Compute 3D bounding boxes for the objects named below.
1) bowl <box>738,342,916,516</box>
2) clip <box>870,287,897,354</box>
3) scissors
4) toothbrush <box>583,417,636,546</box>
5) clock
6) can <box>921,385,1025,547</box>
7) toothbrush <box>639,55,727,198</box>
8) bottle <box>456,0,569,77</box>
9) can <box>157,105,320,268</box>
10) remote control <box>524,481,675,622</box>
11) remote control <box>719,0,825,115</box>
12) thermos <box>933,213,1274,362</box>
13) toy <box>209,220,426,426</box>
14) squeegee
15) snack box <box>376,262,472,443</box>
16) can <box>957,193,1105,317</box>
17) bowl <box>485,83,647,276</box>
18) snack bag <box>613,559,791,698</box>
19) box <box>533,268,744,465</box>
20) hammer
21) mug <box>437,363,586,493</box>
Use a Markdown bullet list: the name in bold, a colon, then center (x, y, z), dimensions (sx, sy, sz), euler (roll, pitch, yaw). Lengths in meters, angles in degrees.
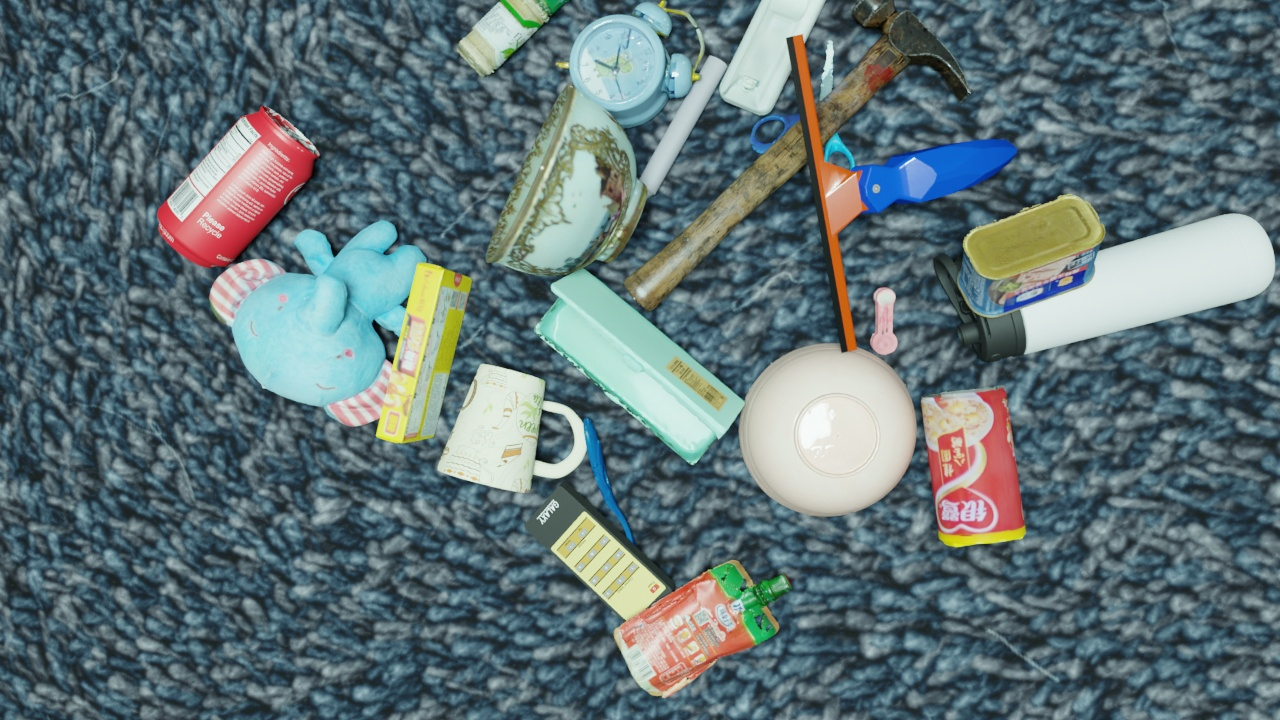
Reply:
- **bowl**: center (0.157, 0.059, 0.755), dimensions (0.153, 0.076, 0.153), euler (0, 90, 7)
- **clip**: center (0.206, -0.035, 0.771), dimensions (0.023, 0.043, 0.060), euler (1, 76, 10)
- **scissors**: center (0.148, -0.215, 0.788), dimensions (0.117, 0.014, 0.130), euler (7, 91, 8)
- **toothbrush**: center (-0.029, 0.113, 0.806), dimensions (0.016, 0.021, 0.132), euler (-19, 91, 10)
- **clock**: center (-0.005, -0.255, 0.789), dimensions (0.124, 0.051, 0.088), euler (-24, 85, 7)
- **can**: center (0.269, 0.084, 0.745), dimensions (0.067, 0.066, 0.124), euler (-7, 88, 7)
- **toothbrush**: center (0.021, -0.179, 0.801), dimensions (0.019, 0.018, 0.188), euler (31, 93, 17)
- **bottle**: center (-0.112, -0.299, 0.807), dimensions (0.110, 0.042, 0.042), euler (-42, 85, 5)
- **can**: center (-0.359, -0.153, 0.820), dimensions (0.074, 0.074, 0.142), euler (45, 95, 5)
- **remote control**: center (-0.036, 0.170, 0.802), dimensions (0.133, 0.013, 0.058), euler (42, 111, 6)
- **remote control**: center (0.115, -0.278, 0.785), dimensions (0.050, 0.022, 0.133), euler (26, 92, 13)
- **thermos**: center (0.366, -0.070, 0.738), dimensions (0.230, 0.068, 0.101), euler (-16, 75, 8)
- **toy**: center (-0.265, -0.043, 0.799), dimensions (0.183, 0.115, 0.180), euler (43, 83, -4)
- **squeegee**: center (0.225, -0.149, 0.736), dimensions (0.184, 0.055, 0.249), euler (-17, 104, -19)
- **snack box**: center (-0.187, -0.006, 0.798), dimensions (0.025, 0.075, 0.152), euler (14, 91, 8)
- **can**: center (0.294, -0.079, 0.694), dimensions (0.100, 0.059, 0.054), euler (-20, 61, 5)
- **bowl**: center (-0.052, -0.133, 0.754), dimensions (0.094, 0.160, 0.160), euler (25, 93, -16)
- **snack bag**: center (0.059, 0.225, 0.783), dimensions (0.155, 0.044, 0.087), euler (-31, 106, 5)
- **box**: center (-0.004, 0.004, 0.768), dimensions (0.188, 0.091, 0.077), euler (41, 93, 5)
- **hammer**: center (0.121, -0.158, 0.766), dimensions (0.330, 0.033, 0.120), euler (-44, 85, 1)
- **mug**: center (-0.104, 0.062, 0.797), dimensions (0.122, 0.081, 0.097), euler (16, 84, -14)
